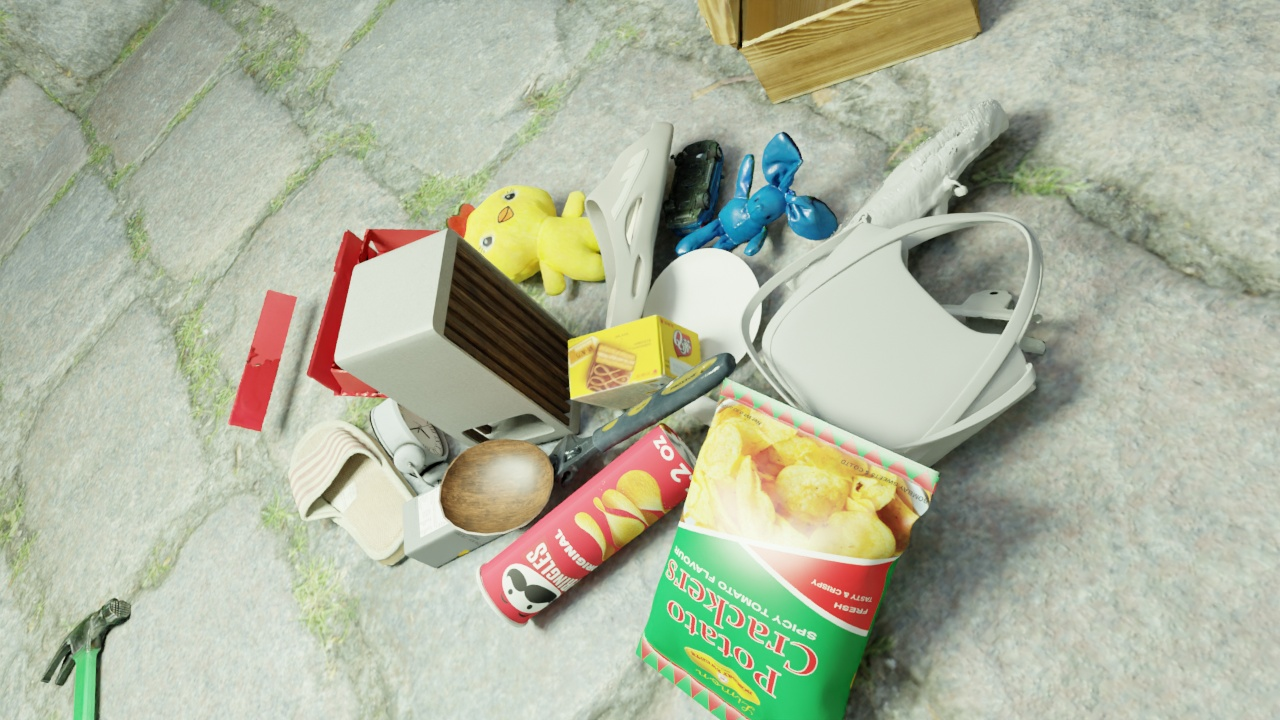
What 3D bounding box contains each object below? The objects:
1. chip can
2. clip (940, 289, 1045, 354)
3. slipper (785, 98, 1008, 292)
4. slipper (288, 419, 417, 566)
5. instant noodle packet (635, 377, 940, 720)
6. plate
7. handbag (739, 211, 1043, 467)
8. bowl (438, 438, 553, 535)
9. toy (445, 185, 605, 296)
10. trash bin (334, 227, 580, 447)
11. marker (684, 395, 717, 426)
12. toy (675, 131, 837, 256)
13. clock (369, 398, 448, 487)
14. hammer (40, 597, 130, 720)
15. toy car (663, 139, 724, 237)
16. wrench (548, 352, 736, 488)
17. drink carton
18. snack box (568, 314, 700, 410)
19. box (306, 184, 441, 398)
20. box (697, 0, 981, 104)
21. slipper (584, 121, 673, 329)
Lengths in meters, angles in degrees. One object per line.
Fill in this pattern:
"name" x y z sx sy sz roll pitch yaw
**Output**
"chip can" -0.044 0.150 0.838 0.221 0.069 0.069 -39 48 7
"clip" 0.284 -0.036 0.756 0.102 0.057 0.052 10 93 37
"slipper" 0.238 -0.136 0.822 0.246 0.074 0.112 -47 17 -2
"slipper" -0.338 0.144 1.054 0.263 0.052 0.115 29 80 42
"instant noodle packet" 0.099 0.164 0.703 0.196 0.090 0.253 25 102 41
"plate" 0.061 -0.044 0.908 0.135 0.011 0.134 -8 75 33
"handbag" 0.210 -0.038 0.727 0.223 0.095 0.216 -46 67 12
"bowl" -0.135 0.125 0.879 0.114 0.026 0.101 -2 55 13
"toy" -0.123 -0.138 1.062 0.208 0.092 0.133 9 65 25
"trash bin" -0.169 -0.008 0.911 0.115 0.229 0.114 -16 55 26
"marker" 0.092 0.062 0.827 0.133 0.027 0.023 28 77 42
"toy" 0.116 -0.140 0.910 0.177 0.113 0.070 -34 8 39
"clock" -0.247 0.088 0.999 0.035 0.094 0.122 -36 54 6
"hammer" -0.671 0.453 1.104 0.130 0.032 0.318 -37 49 9
"toy car" 0.059 -0.185 0.991 0.056 0.043 0.120 -6 58 32
"wrench" -0.013 0.060 0.848 0.274 0.022 0.073 -34 21 38
"drink carton" -0.179 0.156 0.940 0.125 0.048 0.076 -28 50 17
"snack box" -0.005 0.005 0.882 0.106 0.083 0.061 -14 71 30
"box" -0.289 -0.079 1.055 0.165 0.153 0.213 4 59 0
"box" 0.149 -0.488 0.930 0.287 0.334 0.278 -13 58 30
"slipper" -0.023 -0.143 0.971 0.080 0.113 0.265 10 70 -4
